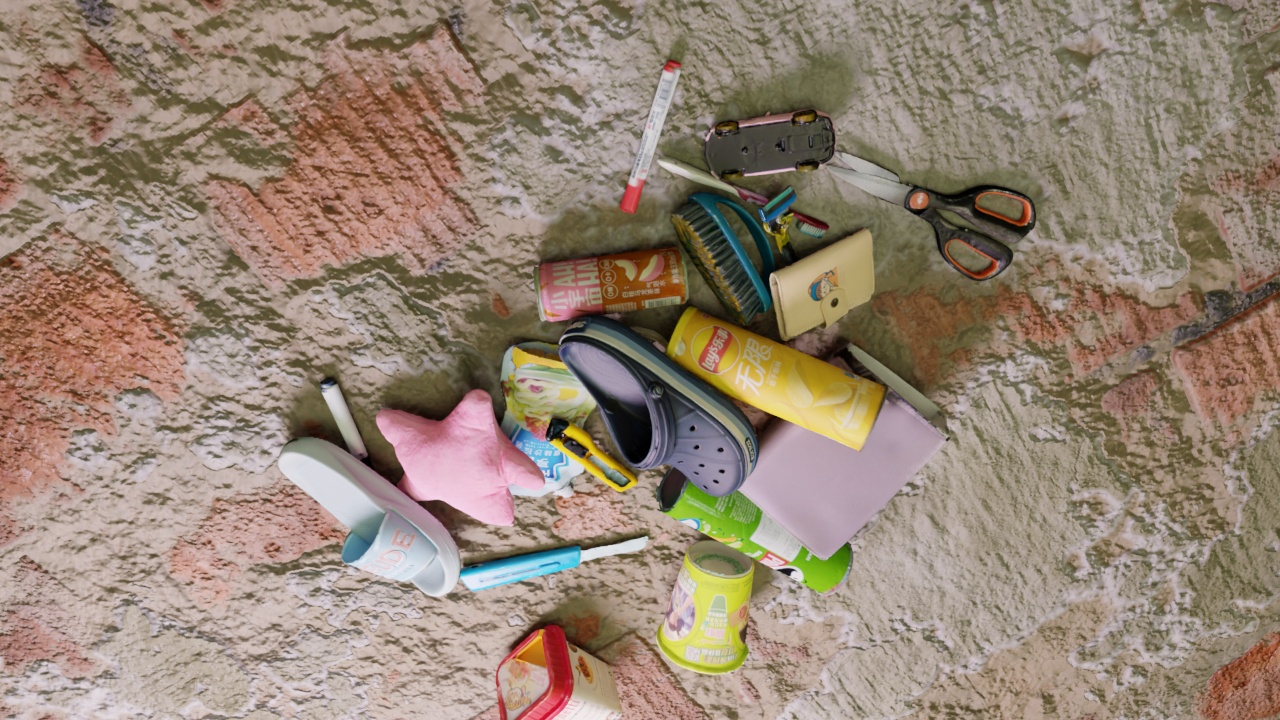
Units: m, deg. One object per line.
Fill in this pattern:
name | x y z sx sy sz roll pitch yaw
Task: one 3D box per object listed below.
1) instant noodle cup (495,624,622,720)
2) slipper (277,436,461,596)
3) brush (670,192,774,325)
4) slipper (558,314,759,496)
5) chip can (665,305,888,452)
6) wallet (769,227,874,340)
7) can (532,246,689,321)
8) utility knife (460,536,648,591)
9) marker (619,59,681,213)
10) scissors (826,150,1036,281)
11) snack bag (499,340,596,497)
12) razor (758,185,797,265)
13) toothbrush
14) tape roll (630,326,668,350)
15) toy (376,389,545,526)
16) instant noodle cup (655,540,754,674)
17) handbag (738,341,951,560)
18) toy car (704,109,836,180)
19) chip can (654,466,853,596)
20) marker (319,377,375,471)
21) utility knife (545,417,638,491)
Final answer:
instant noodle cup | -0.097 0.407 1.126 0.124 0.116 0.116 34 110 -33
slipper | -0.292 0.178 0.986 0.104 0.074 0.245 -25 117 41
brush | 0.090 -0.105 0.897 0.073 0.055 0.144 -39 117 -10
slipper | 0.017 0.058 0.907 0.253 0.095 0.105 43 149 -20
chip can | 0.132 0.017 0.909 0.213 0.071 0.072 23 116 11
wallet | 0.185 -0.072 0.918 0.115 0.024 0.087 -27 127 -17
can | -0.028 -0.075 0.899 0.147 0.057 0.058 -8 118 -1
utility knife | -0.100 0.236 1.081 0.225 0.018 0.034 -12 118 0
marker | 0.009 -0.207 0.856 0.017 0.017 0.145 14 116 -12
scissors | 0.280 -0.140 0.910 0.234 0.021 0.153 0 118 -5
snack bag | -0.106 0.071 0.983 0.110 0.038 0.191 6 121 -15
razor | 0.148 -0.107 0.910 0.042 0.022 0.143 -38 131 -13
toothbrush | 0.100 -0.158 0.890 0.187 0.016 0.017 19 124 -15
tape roll | -0.006 0.006 0.968 0.086 0.013 0.086 -2 118 -4
toy | -0.191 0.114 0.967 0.195 0.074 0.178 -15 117 30
instant noodle cup | 0.083 0.282 1.075 0.111 0.111 0.123 7 110 -8
handbag | 0.210 0.094 0.986 0.145 0.098 0.197 38 111 -4
toy car | 0.121 -0.202 0.858 0.122 0.037 0.056 -5 115 12
chip can | 0.131 0.189 1.045 0.236 0.072 0.072 30 111 -18
marker | -0.312 0.076 0.979 0.023 0.018 0.131 -9 119 11
utility knife | -0.050 0.105 0.992 0.033 0.015 0.156 -41 132 8
